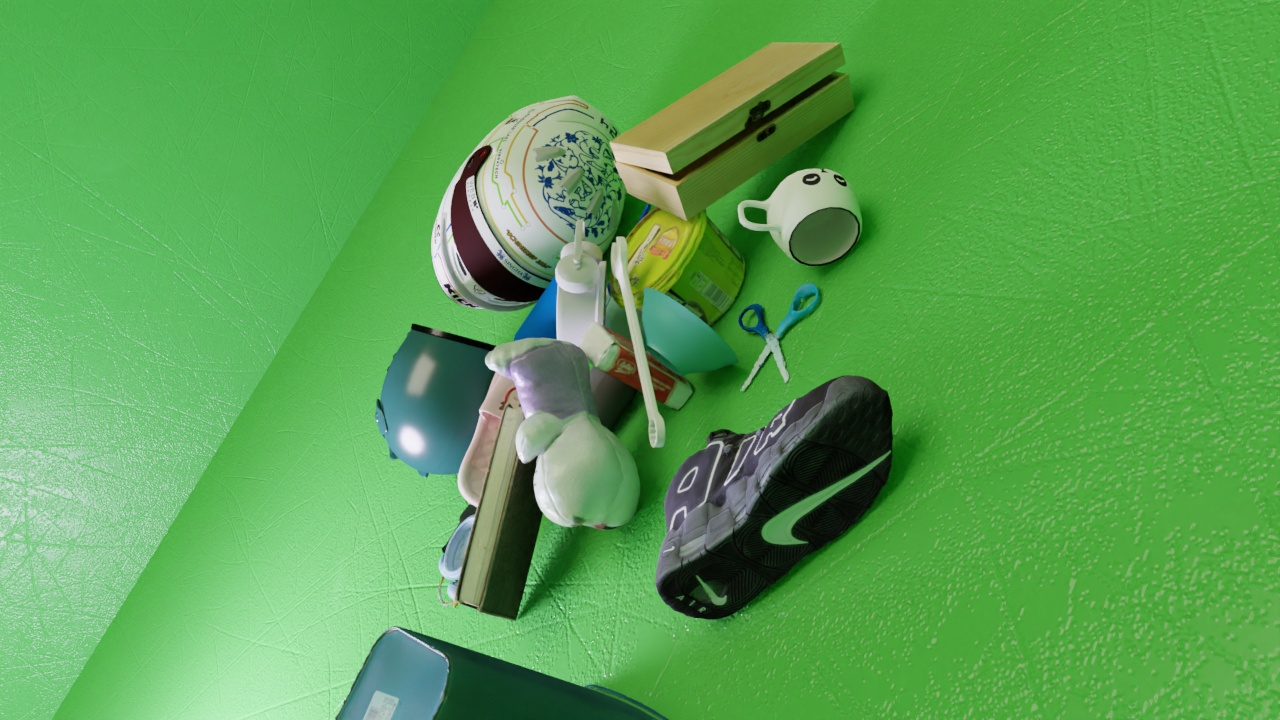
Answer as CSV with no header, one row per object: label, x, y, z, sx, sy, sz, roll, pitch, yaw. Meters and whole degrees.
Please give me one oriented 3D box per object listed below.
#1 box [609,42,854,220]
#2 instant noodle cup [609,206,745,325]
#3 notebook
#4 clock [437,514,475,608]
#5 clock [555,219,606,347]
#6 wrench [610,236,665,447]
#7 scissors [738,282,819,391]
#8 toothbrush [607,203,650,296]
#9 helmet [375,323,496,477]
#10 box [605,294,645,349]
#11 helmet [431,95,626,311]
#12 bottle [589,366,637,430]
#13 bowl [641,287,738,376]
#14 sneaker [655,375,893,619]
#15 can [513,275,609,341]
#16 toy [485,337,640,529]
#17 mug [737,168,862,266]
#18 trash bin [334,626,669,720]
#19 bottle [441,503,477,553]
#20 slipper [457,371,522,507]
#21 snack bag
box,0.101,-0.268,1.020,0.248,0.092,0.128,-34,41,-16
instant noodle cup,0.045,-0.102,1.039,0.147,0.098,0.146,-36,35,30
notebook,-0.134,0.171,1.004,0.034,0.190,0.215,8,72,12
clock,-0.203,0.242,1.108,0.124,0.051,0.089,-52,31,6
clock,-0.063,-0.080,1.042,0.119,0.061,0.159,-90,2,-69
wrench,-0.005,-0.026,0.931,0.047,0.009,0.273,105,159,-48
scissors,0.130,-0.025,0.925,0.127,0.014,0.127,24,85,57
toothbrush,-0.027,-0.120,1.208,0.187,0.016,0.011,-63,34,19
helmet,-0.279,0.062,1.281,0.275,0.176,0.200,11,86,68
box,0.002,-0.086,1.159,0.113,0.078,0.187,119,176,-69
helmet,-0.143,-0.221,1.303,0.237,0.231,0.313,-9,48,49
bottle,-0.042,0.041,1.063,0.108,0.060,0.060,-55,29,1
bowl,0.037,-0.018,0.934,0.046,0.121,0.121,-51,28,-7
sneaker,0.103,0.088,0.768,0.253,0.097,0.150,-49,27,22
can,-0.106,-0.052,1.211,0.146,0.079,0.078,-51,27,33
toy,-0.068,0.072,0.927,0.086,0.137,0.209,-28,78,26
mug,0.153,-0.144,0.900,0.076,0.123,0.090,-103,18,-44
trash bin,-0.120,0.329,0.724,0.197,0.218,0.198,-4,56,55
bottle,-0.216,0.203,1.186,0.123,0.033,0.033,-51,29,10
slipper,-0.155,0.082,1.146,0.056,0.107,0.221,122,172,-83
snack bag,-0.006,0.006,0.989,0.036,0.116,0.077,-57,28,8
